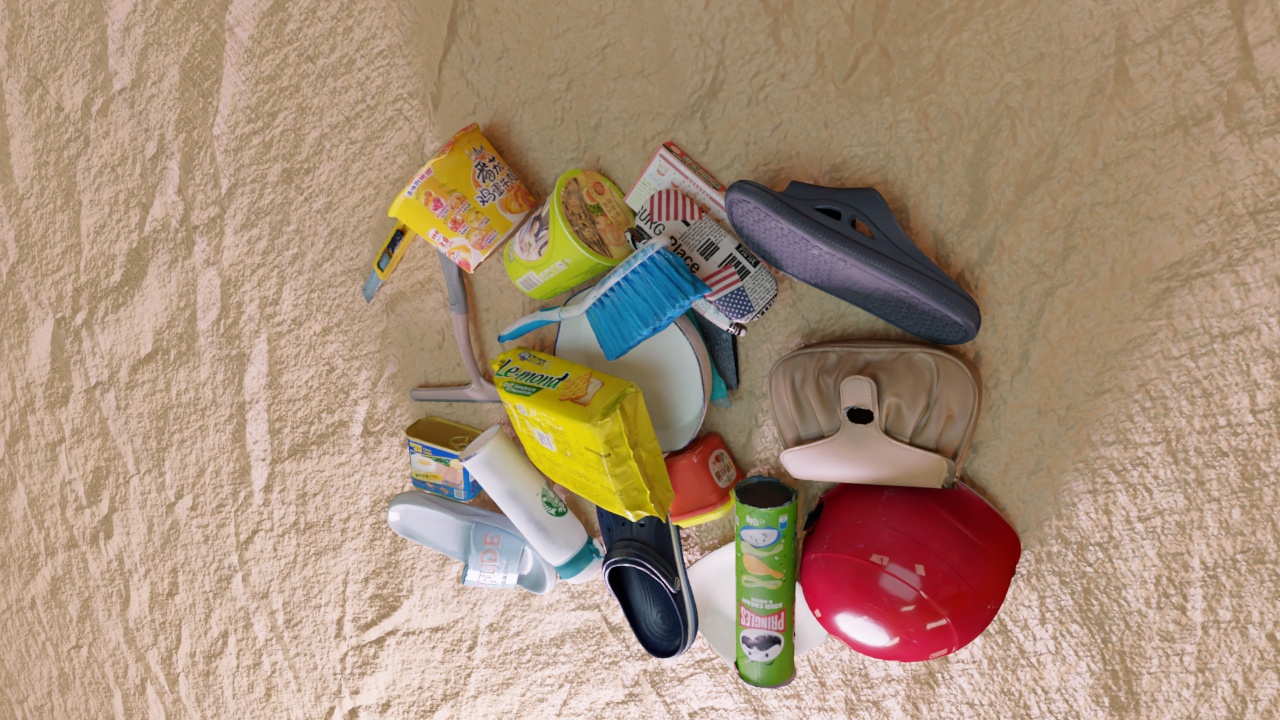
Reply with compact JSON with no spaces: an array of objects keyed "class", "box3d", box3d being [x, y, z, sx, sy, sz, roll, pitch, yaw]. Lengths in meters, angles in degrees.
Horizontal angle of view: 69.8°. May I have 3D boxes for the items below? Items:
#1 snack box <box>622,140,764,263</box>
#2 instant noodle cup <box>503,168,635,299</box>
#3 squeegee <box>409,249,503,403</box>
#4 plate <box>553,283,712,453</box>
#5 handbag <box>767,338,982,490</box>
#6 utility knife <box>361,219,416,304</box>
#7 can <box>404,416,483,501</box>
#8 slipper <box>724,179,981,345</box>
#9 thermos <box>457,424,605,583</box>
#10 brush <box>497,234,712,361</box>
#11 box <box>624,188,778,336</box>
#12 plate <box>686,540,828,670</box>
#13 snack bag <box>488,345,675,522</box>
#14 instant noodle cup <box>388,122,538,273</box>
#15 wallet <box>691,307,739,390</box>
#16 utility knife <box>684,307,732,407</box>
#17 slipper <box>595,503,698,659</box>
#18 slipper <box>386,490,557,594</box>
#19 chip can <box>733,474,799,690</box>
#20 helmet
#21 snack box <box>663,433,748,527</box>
[{"class":"snack box","box3d":[0.063,-0.145,0.942,0.156,0.026,0.077,41,124,4]},{"class":"instant noodle cup","box3d":[-0.081,-0.126,0.980,0.124,0.111,0.111,-30,97,42]},{"class":"squeegee","box3d":[-0.214,-0.053,1.113,0.248,0.040,0.250,0,112,26]},{"class":"plate","box3d":[-0.006,0.006,1.014,0.205,0.045,0.205,20,125,31]},{"class":"handbag","box3d":[0.227,0.052,0.905,0.205,0.099,0.148,0,96,27]},{"class":"utility knife","box3d":[-0.301,-0.138,1.128,0.033,0.015,0.203,45,124,4]},{"class":"can","box3d":[-0.255,0.130,1.204,0.102,0.057,0.083,14,120,20]},{"class":"slipper","box3d":[0.204,-0.107,0.863,0.268,0.083,0.111,29,166,-2]},{"class":"thermos","box3d":[-0.130,0.185,1.150,0.073,0.073,0.224,-29,106,33]},{"class":"brush","box3d":[-0.052,-0.045,0.958,0.109,0.060,0.316,57,139,2]},{"class":"box","box3d":[0.063,-0.099,0.920,0.162,0.075,0.087,44,108,5]},{"class":"plate","box3d":[0.132,0.292,1.104,0.164,0.034,0.164,49,123,-1]},{"class":"snack bag","box3d":[-0.073,0.080,1.020,0.247,0.068,0.158,18,134,46]},{"class":"instant noodle cup","box3d":[-0.186,-0.169,0.995,0.110,0.137,0.138,44,124,-8]},{"class":"wallet","box3d":[0.058,-0.025,1.006,0.097,0.019,0.121,4,116,26]},{"class":"utility knife","box3d":[0.056,-0.029,0.986,0.029,0.013,0.182,-16,103,32]},{"class":"slipper","box3d":[-0.006,0.237,1.090,0.105,0.095,0.253,-14,92,32]},{"class":"slipper","box3d":[-0.225,0.247,1.209,0.245,0.074,0.104,22,128,1]},{"class":"chip can","box3d":[0.138,0.247,1.017,0.072,0.072,0.236,6,112,23]},{"class":"helmet","box3d":[0.261,0.230,0.953,0.207,0.143,0.241,39,124,2]},{"class":"snack box","box3d":[0.065,0.133,1.033,0.082,0.091,0.080,-23,94,31]}]
